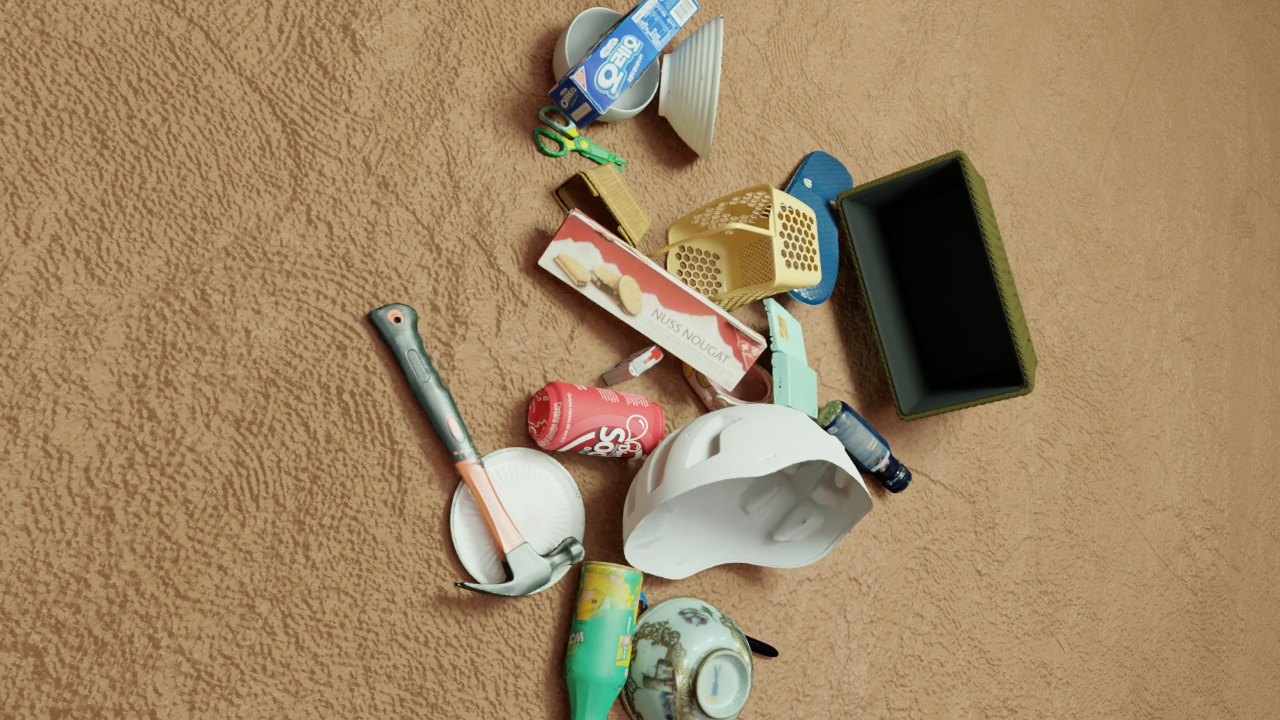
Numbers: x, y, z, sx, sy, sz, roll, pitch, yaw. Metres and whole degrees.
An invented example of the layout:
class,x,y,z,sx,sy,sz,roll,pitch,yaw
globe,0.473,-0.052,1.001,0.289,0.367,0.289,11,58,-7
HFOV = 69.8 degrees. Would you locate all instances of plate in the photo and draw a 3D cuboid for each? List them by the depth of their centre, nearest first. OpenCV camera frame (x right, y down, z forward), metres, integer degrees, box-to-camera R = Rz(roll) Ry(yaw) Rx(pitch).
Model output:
class,x,y,z,sx,sy,sz,roll,pitch,yaw
plate,-0.131,0.172,0.985,0.156,0.014,0.156,7,76,-31

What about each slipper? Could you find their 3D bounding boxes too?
class,x,y,z,sx,sy,sz,roll,pitch,yaw
slipper,0.137,0.045,1.142,0.197,0.082,0.093,51,58,-10
slipper,0.225,-0.183,1.261,0.118,0.060,0.294,36,50,-15

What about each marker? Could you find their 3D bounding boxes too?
class,x,y,z,sx,sy,sz,roll,pitch,yaw
marker,0.115,0.335,1.103,0.134,0.015,0.018,28,47,-24

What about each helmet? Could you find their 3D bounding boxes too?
class,x,y,z,sx,sy,sz,roll,pitch,yaw
helmet,0.104,0.153,1.021,0.281,0.225,0.183,-16,53,-32

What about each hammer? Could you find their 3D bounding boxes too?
class,x,y,z,sx,sy,sz,roll,pitch,yaw
hammer,-0.187,0.089,0.947,0.132,0.033,0.333,-27,89,-31

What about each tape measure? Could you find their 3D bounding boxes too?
class,x,y,z,sx,sy,sz,roll,pitch,yaw
tape measure,-0.006,0.006,1.072,0.062,0.060,0.020,-35,99,-36

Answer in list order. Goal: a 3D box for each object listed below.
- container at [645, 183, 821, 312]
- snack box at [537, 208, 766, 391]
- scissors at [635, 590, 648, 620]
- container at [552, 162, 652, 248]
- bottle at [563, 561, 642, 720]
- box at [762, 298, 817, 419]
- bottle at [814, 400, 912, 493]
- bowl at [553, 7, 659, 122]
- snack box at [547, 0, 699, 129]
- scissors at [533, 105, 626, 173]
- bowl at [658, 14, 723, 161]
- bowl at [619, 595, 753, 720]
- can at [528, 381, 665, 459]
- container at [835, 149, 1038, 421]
class,x,y,z,sx,sy,sz,roll,pitch,yaw
container,0.101,-0.129,1.095,0.166,0.184,0.129,5,77,-38
snack box,0.015,-0.068,1.057,0.273,0.044,0.077,34,108,-9
scissors,0.008,0.323,1.044,0.104,0.015,0.133,34,69,-25
container,-0.040,-0.178,1.092,0.114,0.063,0.061,54,51,-11
bottle,-0.047,0.323,0.974,0.068,0.068,0.209,19,70,-27
box,0.192,0.002,1.158,0.186,0.033,0.136,18,70,-68
bottle,0.304,0.119,1.243,0.161,0.056,0.056,41,61,-18
bowl,-0.048,-0.353,1.120,0.131,0.065,0.131,7,76,-31
snack box,-0.016,-0.363,1.068,0.059,0.060,0.225,46,60,-20
scissors,-0.070,-0.268,1.120,0.130,0.014,0.070,16,72,-27
bowl,0.060,-0.343,1.152,0.071,0.177,0.177,5,75,0
bowl,0.066,0.347,1.012,0.159,0.094,0.160,2,86,-29
can,-0.049,0.068,1.023,0.142,0.075,0.074,10,74,-30
container,0.426,-0.102,1.277,0.204,0.177,0.321,-11,85,-60
